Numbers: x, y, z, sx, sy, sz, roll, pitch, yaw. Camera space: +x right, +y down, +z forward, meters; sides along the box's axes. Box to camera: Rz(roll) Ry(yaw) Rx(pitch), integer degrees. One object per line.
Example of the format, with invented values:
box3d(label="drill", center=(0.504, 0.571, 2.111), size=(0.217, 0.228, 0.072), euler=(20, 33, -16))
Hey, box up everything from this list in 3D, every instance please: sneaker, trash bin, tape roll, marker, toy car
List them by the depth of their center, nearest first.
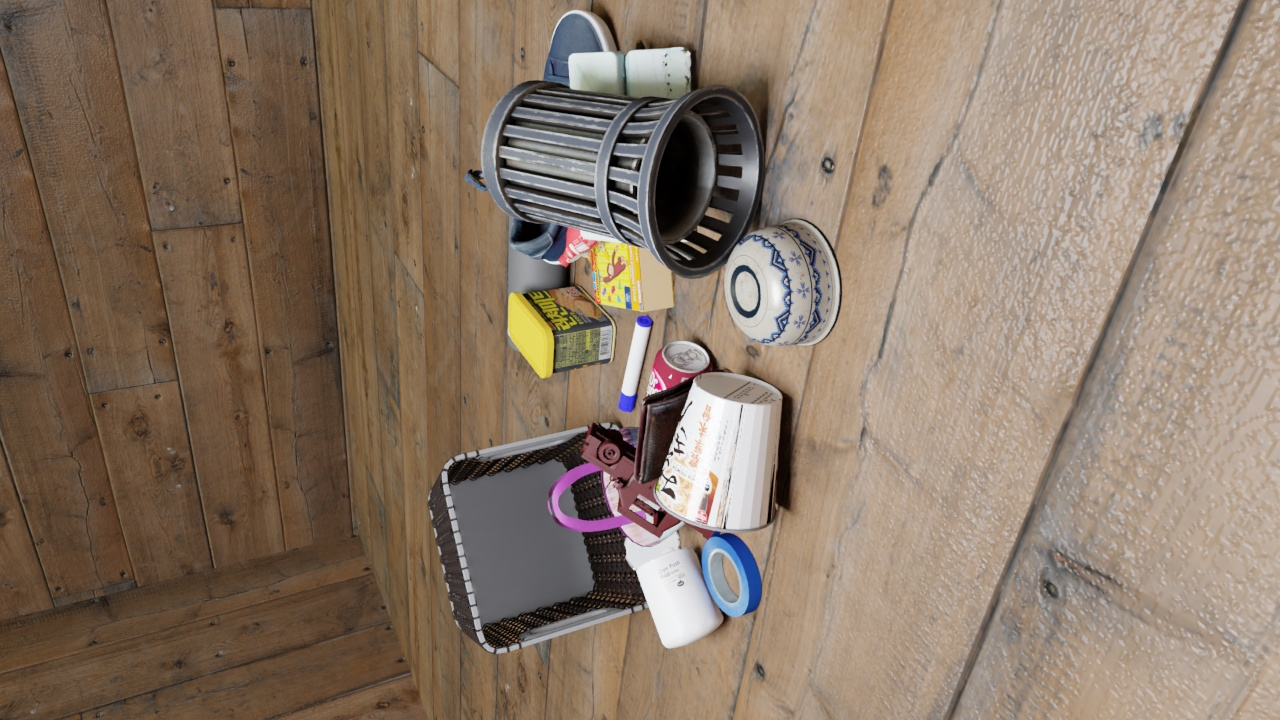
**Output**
box3d(label="trash bin", center=(-0.026, -0.181, 0.859), size=(0.228, 0.163, 0.164), euler=(19, 119, 37))
box3d(label="toy car", center=(0.005, 0.138, 0.994), size=(0.062, 0.170, 0.070), euler=(-56, 4, 9))
box3d(label="tape roll", center=(0.100, 0.237, 1.014), size=(0.093, 0.016, 0.091), euler=(49, 141, 45))
box3d(label="sneaker", center=(-0.110, -0.260, 1.059), size=(0.121, 0.127, 0.295), euler=(16, 101, 32))
box3d(label="marker", center=(-0.007, 0.007, 1.136), size=(0.020, 0.020, 0.142), euler=(55, 145, 40))

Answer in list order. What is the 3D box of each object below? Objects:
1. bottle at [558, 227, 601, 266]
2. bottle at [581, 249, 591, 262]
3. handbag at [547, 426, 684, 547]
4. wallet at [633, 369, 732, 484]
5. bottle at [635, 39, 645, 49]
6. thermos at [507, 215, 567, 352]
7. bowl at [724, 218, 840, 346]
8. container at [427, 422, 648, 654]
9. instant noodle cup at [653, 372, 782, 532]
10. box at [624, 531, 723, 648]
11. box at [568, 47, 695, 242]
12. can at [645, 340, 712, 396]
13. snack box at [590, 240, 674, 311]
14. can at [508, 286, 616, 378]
box3d(label="bottle", center=(-0.049, -0.168, 1.055), size=(0.142, 0.042, 0.042), euler=(-53, 44, 12))
box3d(label="bottle", center=(-0.080, -0.167, 1.167), size=(0.109, 0.063, 0.063), euler=(47, 141, 29))
box3d(label="handbag", center=(-0.024, 0.148, 1.054), size=(0.068, 0.169, 0.144), euler=(-27, 76, 63))
box3d(label="wallet", center=(0.044, 0.067, 0.947), size=(0.031, 0.119, 0.099), euler=(32, 129, 39))
box3d(label="bottle", center=(0.010, -0.292, 0.981), size=(0.025, 0.025, 0.106), euler=(-22, 80, 63))
box3d(label="thermos", center=(-0.143, -0.133, 1.281), size=(0.082, 0.082, 0.241), euler=(45, 138, 49))
box3d(label="bowl", center=(0.118, -0.065, 0.816), size=(0.115, 0.059, 0.116), euler=(33, 129, 55))
box3d(label="container", center=(-0.149, 0.244, 1.262), size=(0.244, 0.247, 0.245), euler=(147, 110, -65))
box3d(label="instant noodle cup", center=(0.083, 0.083, 0.890), size=(0.123, 0.123, 0.122), euler=(36, 122, 54))
box3d(label="box", center=(0.034, 0.256, 1.084), size=(0.092, 0.081, 0.161), euler=(89, 160, -68))
box3d(label="box", center=(-0.011, -0.221, 0.959), size=(0.136, 0.043, 0.197), euler=(7, 113, 24))
box3d(label="can", center=(0.038, 0.038, 1.008), size=(0.063, 0.063, 0.114), euler=(55, 145, 39))
box3d(label="snack box", center=(-0.012, -0.109, 1.077), size=(0.126, 0.040, 0.088), euler=(16, 114, 61))
box3d(label="can", center=(-0.105, -0.042, 1.219), size=(0.131, 0.100, 0.073), euler=(46, 139, 48))
